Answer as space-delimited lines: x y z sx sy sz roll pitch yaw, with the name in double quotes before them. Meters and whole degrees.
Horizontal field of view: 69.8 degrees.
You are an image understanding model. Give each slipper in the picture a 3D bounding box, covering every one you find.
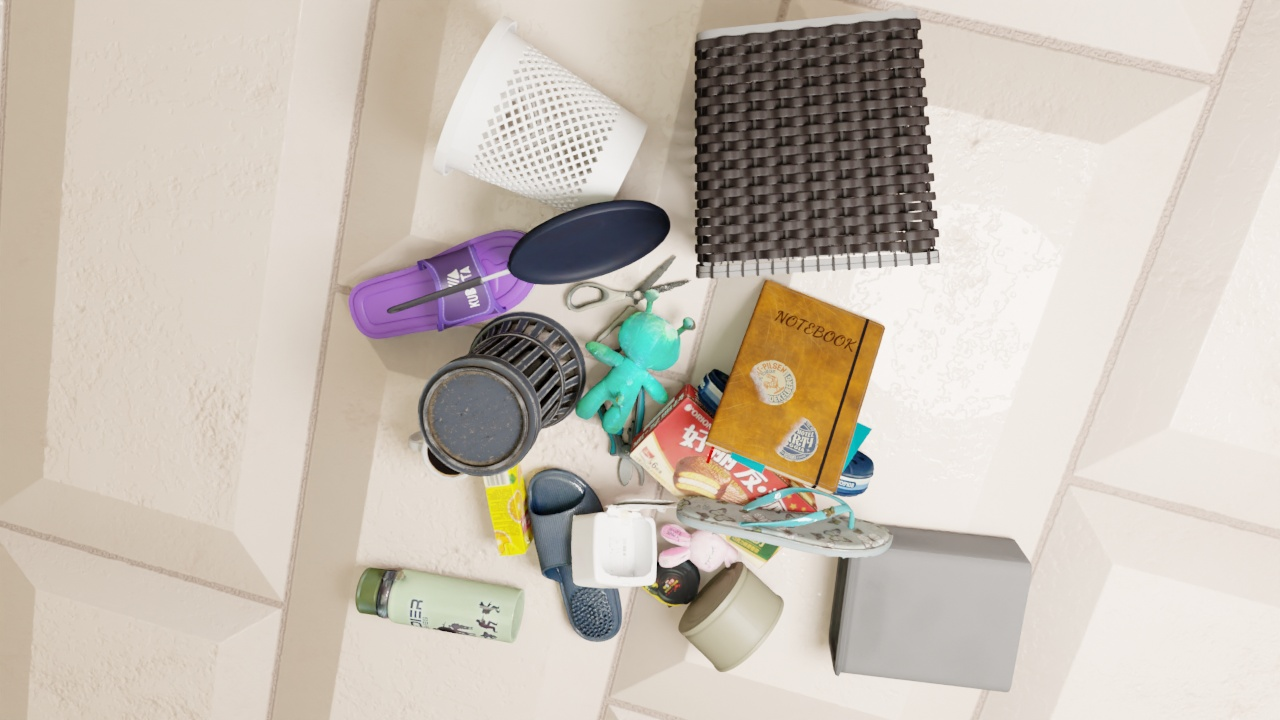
"slipper" -0.087 0.276 1.252 0.101 0.082 0.263 -15 101 9
"slipper" 0.179 0.191 1.121 0.269 0.098 0.055 7 108 2
"slipper" -0.262 -0.088 1.187 0.267 0.084 0.107 -15 101 11
"slipper" 0.192 0.080 1.153 0.253 0.105 0.095 31 101 -1

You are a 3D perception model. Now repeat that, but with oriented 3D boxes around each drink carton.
"drink carton" -0.179 0.194 1.257 0.043 0.058 0.135 -7 103 9

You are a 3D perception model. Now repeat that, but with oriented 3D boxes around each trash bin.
"trash bin" -0.170 0.041 1.131 0.164 0.227 0.164 2 103 7
"trash bin" 0.368 0.318 1.191 0.220 0.097 0.192 5 104 5
"trash bin" -0.110 -0.266 1.083 0.199 0.195 0.196 26 105 -9

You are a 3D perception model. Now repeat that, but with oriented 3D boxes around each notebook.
"notebook" 0.196 0.038 1.112 0.178 0.014 0.248 22 67 2

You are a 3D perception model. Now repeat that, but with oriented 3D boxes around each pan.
"pan" -0.136 -0.117 1.099 0.356 0.199 0.021 -18 76 2

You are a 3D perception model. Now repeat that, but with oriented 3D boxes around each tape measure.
"tape measure" 0.045 0.301 1.260 0.072 0.042 0.071 43 99 1

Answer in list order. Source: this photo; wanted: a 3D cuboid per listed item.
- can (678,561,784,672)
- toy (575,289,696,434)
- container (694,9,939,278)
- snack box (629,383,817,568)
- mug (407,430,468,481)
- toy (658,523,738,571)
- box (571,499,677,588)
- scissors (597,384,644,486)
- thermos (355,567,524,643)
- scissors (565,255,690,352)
"can" 0.119 0.337 1.214 0.073 0.127 0.128 44 105 -2
"toy" -0.007 0.007 1.171 0.130 0.072 0.193 31 99 -12
"container" 0.183 -0.228 1.013 0.246 0.247 0.244 -3 99 8
"snack box" 0.110 0.151 1.197 0.236 0.060 0.113 42 105 -8
"mug" -0.257 0.110 1.231 0.105 0.089 0.073 6 104 6
"toy" 0.079 0.250 1.232 0.110 0.047 0.063 1 66 -3
"box" -0.008 0.227 1.185 0.137 0.108 0.128 -17 66 47
"scissors" -0.020 0.091 1.231 0.156 0.019 0.125 44 106 -6
"thermos" -0.285 0.339 1.296 0.231 0.082 0.082 8 104 6
"scissors" -0.022 -0.077 1.193 0.162 0.012 0.158 19 106 2
